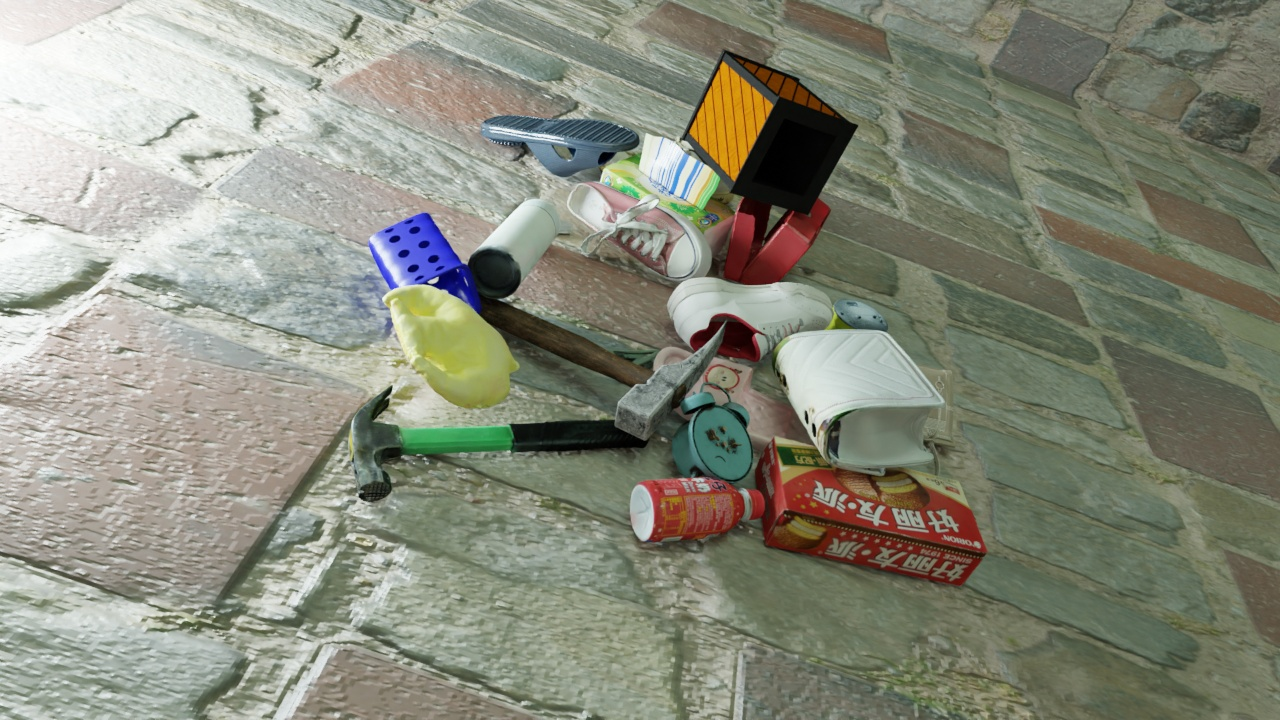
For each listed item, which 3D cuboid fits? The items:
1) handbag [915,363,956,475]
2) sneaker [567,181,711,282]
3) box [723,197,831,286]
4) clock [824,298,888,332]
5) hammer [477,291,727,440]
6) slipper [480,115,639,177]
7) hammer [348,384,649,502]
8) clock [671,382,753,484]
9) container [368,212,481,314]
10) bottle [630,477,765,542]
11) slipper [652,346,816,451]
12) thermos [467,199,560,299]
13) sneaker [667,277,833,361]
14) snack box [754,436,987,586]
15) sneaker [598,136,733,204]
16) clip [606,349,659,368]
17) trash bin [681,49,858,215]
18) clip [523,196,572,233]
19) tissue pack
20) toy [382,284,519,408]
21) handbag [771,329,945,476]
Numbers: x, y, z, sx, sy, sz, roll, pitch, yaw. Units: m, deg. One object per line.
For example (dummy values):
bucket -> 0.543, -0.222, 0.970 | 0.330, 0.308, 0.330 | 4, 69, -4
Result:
handbag -> 0.324, 0.082, 1.172 | 0.175, 0.062, 0.197 | 12, 46, -12
sneaker -> -0.011, -0.185, 1.289 | 0.241, 0.118, 0.087 | 31, 17, 21
box -> 0.203, -0.181, 1.369 | 0.127, 0.137, 0.156 | 20, 36, 8
clock -> 0.308, -0.036, 1.297 | 0.083, 0.057, 0.119 | 2, 40, -26
hammer -> -0.065, -0.036, 1.085 | 0.301, 0.037, 0.217 | 24, 40, 19
slipper -> -0.130, -0.330, 1.437 | 0.264, 0.083, 0.101 | 11, 32, 19
hammer -> -0.137, 0.079, 0.949 | 0.318, 0.032, 0.130 | 0, 41, -27
clock -> 0.078, 0.082, 1.002 | 0.090, 0.053, 0.124 | 25, 53, -31
container -> -0.249, -0.098, 1.056 | 0.084, 0.085, 0.113 | -27, 52, -15
bottle -> 0.062, 0.150, 0.934 | 0.137, 0.062, 0.062 | 1, 41, -27
slipper -> 0.114, 0.049, 1.093 | 0.221, 0.056, 0.106 | 28, 39, 7
thermos -> -0.155, -0.146, 1.157 | 0.068, 0.068, 0.229 | 20, 25, -2
sneaker -> 0.157, -0.041, 1.209 | 0.236, 0.091, 0.104 | 5, 49, -24
snack box -> 0.248, 0.166, 1.008 | 0.236, 0.060, 0.113 | 14, 36, -10
sneaker -> 0.054, -0.321, 1.489 | 0.241, 0.103, 0.088 | 5, 40, -20
clip -> -0.006, 0.001, 1.121 | 0.075, 0.023, 0.061 | -11, 49, -34
trash bin -> 0.177, -0.321, 1.294 | 0.139, 0.140, 0.171 | 9, 33, -31
clip -> -0.149, -0.205, 1.299 | 0.101, 0.044, 0.054 | -5, 57, -33
tissue pack -> 0.044, -0.248, 1.358 | 0.198, 0.142, 0.120 | 31, 37, 12
toy -> -0.191, -0.013, 0.954 | 0.154, 0.065, 0.170 | 17, 32, -50
handbag -> 0.243, 0.043, 1.054 | 0.142, 0.096, 0.198 | -2, 28, -7
